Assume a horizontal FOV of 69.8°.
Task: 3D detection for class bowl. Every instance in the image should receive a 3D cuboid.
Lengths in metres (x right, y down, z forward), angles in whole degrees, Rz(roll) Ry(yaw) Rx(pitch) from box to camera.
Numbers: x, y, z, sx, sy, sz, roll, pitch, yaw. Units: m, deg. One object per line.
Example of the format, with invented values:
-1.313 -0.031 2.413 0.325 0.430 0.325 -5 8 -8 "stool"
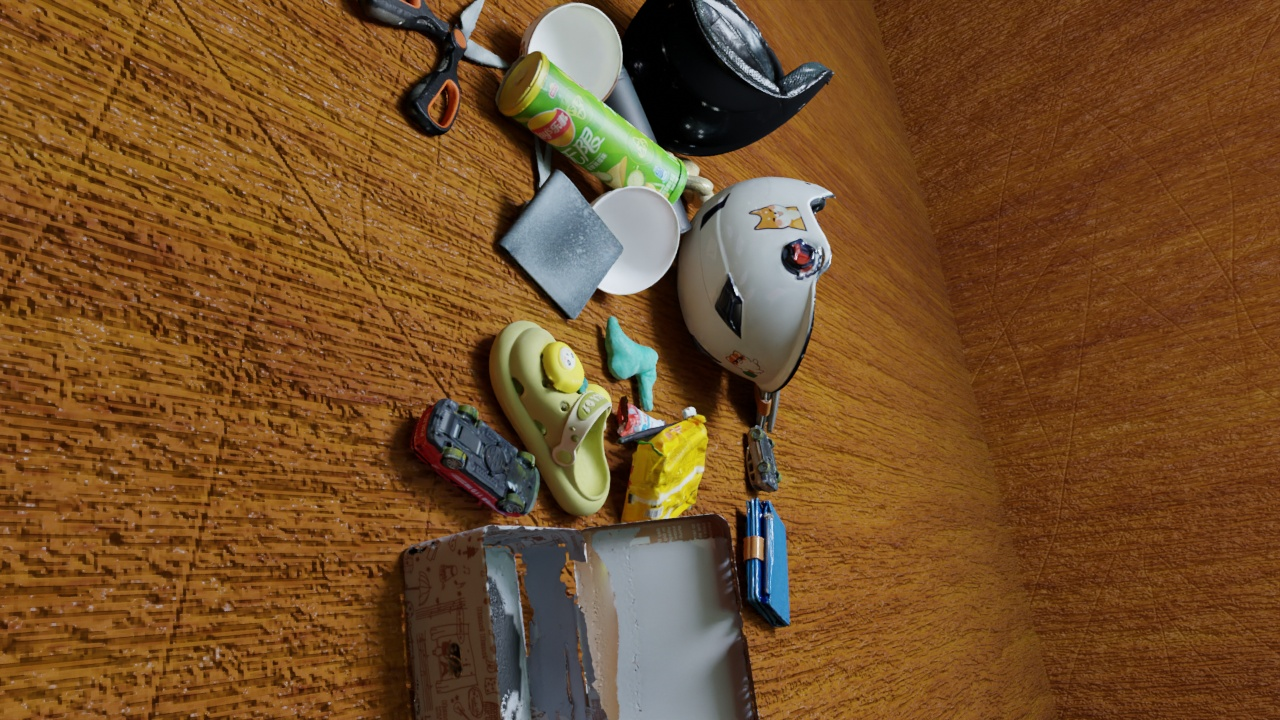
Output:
-0.083 -0.326 0.986 0.113 0.113 0.062 44 -4 -41 "bowl"
-0.025 -0.136 0.983 0.118 0.118 0.065 50 -5 -35 "bowl"

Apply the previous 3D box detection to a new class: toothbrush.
0.020 0.069 0.956 0.180 0.016 0.018 -12 85 -63 "toothbrush"

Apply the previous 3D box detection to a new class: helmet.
0.124 -0.108 1.127 0.157 0.231 0.273 16 62 -8 "helmet"
0.093 -0.381 1.177 0.233 0.231 0.274 53 22 -7 "helmet"

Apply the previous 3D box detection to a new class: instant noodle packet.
0.025 0.119 0.935 0.128 0.044 0.111 -22 124 -61 "instant noodle packet"

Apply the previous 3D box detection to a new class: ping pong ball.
-0.048 0.042 0.880 0.040 0.040 0.040 37 44 -47 "ping pong ball"

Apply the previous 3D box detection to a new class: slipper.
-0.061 0.048 0.816 0.190 0.082 0.091 67 26 -15 "slipper"

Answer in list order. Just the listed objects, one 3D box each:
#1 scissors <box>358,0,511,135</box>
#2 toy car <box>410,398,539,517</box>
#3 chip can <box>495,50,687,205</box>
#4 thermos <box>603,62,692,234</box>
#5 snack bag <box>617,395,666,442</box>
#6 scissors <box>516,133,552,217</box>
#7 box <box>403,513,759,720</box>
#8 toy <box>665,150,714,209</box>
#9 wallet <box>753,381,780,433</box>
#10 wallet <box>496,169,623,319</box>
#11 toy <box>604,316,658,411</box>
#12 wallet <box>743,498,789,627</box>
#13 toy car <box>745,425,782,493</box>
-0.185 -0.290 0.854 0.220 0.022 0.224 30 51 -58 "scissors"
-0.127 0.078 0.714 0.120 0.045 0.052 44 41 -33 "toy car"
-0.044 -0.233 0.967 0.221 0.073 0.072 30 49 -36 "chip can"
-0.011 -0.258 1.090 0.242 0.069 0.089 68 22 -8 "thermos"
0.003 0.072 0.970 0.105 0.026 0.045 32 44 -53 "snack bag"
-0.099 -0.173 0.941 0.163 0.014 0.165 65 29 -14 "scissors"
-0.043 0.214 0.694 0.272 0.131 0.179 3 70 -33 "box"
0.048 -0.233 1.197 0.105 0.066 0.157 46 15 23 "toy"
0.172 0.027 1.241 0.130 0.037 0.106 88 12 -46 "wallet"
-0.076 -0.111 0.900 0.097 0.019 0.121 -55 130 -15 "wallet"
-0.006 0.006 0.989 0.091 0.030 0.096 15 67 -55 "toy"
0.156 0.249 1.129 0.106 0.040 0.132 52 33 -48 "wallet"
0.158 0.128 1.203 0.042 0.035 0.090 42 35 -46 "toy car"
